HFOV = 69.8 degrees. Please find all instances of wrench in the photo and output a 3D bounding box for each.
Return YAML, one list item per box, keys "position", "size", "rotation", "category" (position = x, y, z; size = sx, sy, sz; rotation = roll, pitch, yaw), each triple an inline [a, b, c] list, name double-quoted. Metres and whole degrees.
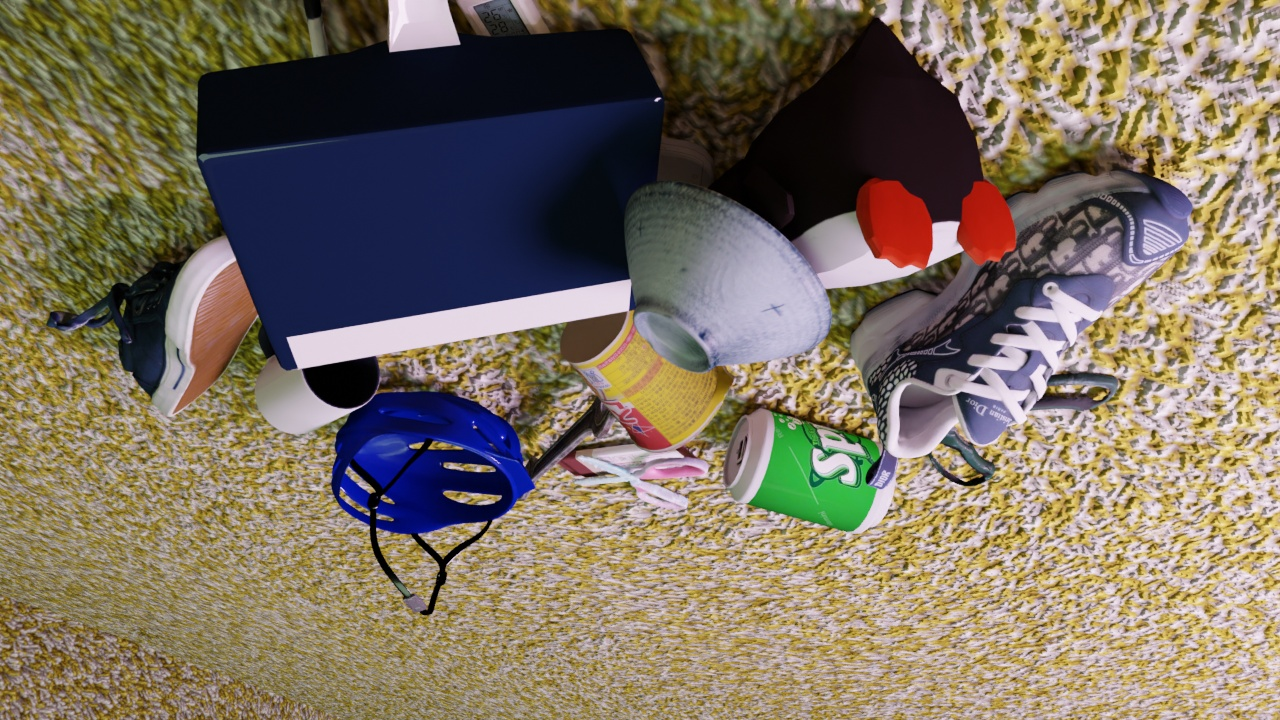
- position: [-0.074, 0.082, 0.902]
  size: [0.010, 0.069, 0.274]
  rotation: [23, 148, -16]
  category: "wrench"

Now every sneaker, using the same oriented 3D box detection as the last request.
- position: [-0.416, -0.049, 0.799]
  size: [0.127, 0.120, 0.295]
  rotation: [46, 141, -10]
  category: "sneaker"
- position: [0.238, -0.009, 0.603]
  size: [0.103, 0.132, 0.270]
  rotation: [25, 144, -16]
  category: "sneaker"

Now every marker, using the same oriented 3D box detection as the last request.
- position: [-0.203, -0.183, 0.589]
  size: [0.011, 0.011, 0.152]
  rotation: [13, 147, -2]
  category: "marker"

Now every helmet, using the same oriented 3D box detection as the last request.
- position: [-0.220, 0.133, 0.876]
  size: [0.242, 0.227, 0.148]
  rotation: [-5, 134, 23]
  category: "helmet"

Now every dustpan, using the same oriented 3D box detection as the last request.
- position: [-0.112, -0.128, 0.510]
  size: [0.236, 0.080, 0.274]
  rotation: [-11, 144, -13]
  category: "dustpan"

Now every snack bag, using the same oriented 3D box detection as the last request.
- position: [-0.018, 0.103, 0.961]
  size: [0.158, 0.013, 0.057]
  rotation: [-10, 147, 30]
  category: "snack bag"

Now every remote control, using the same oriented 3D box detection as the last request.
- position: [0.010, -0.098, 0.642]
  size: [0.074, 0.019, 0.151]
  rotation: [10, 148, 4]
  category: "remote control"
- position: [-0.064, -0.175, 0.551]
  size: [0.038, 0.018, 0.125]
  rotation: [-6, 142, 25]
  category: "remote control"

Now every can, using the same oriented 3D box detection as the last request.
- position: [0.153, 0.101, 0.838]
  size: [0.140, 0.087, 0.088]
  rotation: [16, 147, -7]
  category: "can"

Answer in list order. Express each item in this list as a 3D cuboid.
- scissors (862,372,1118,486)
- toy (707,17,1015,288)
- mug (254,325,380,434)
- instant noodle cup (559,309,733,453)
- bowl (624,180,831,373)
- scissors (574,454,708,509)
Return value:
- position: [0.303, 0.062, 0.798]
  size: [0.202, 0.015, 0.206]
  rotation: [-6, 145, 24]
  category: "scissors"
- position: [0.098, -0.097, 0.548]
  size: [0.158, 0.140, 0.185]
  rotation: [-7, 171, -34]
  category: "toy"
- position: [-0.315, 0.007, 0.865]
  size: [0.097, 0.078, 0.112]
  rotation: [-22, 106, 41]
  category: "mug"
- position: [-0.004, 0.004, 0.728]
  size: [0.101, 0.100, 0.112]
  rotation: [-17, 138, 37]
  category: "instant noodle cup"
- position: [0.033, -0.031, 0.515]
  size: [0.137, 0.057, 0.137]
  rotation: [32, 159, 13]
  category: "bowl"
- position: [0.008, 0.129, 0.974]
  size: [0.171, 0.013, 0.177]
  rotation: [-11, 149, 31]
  category: "scissors"
